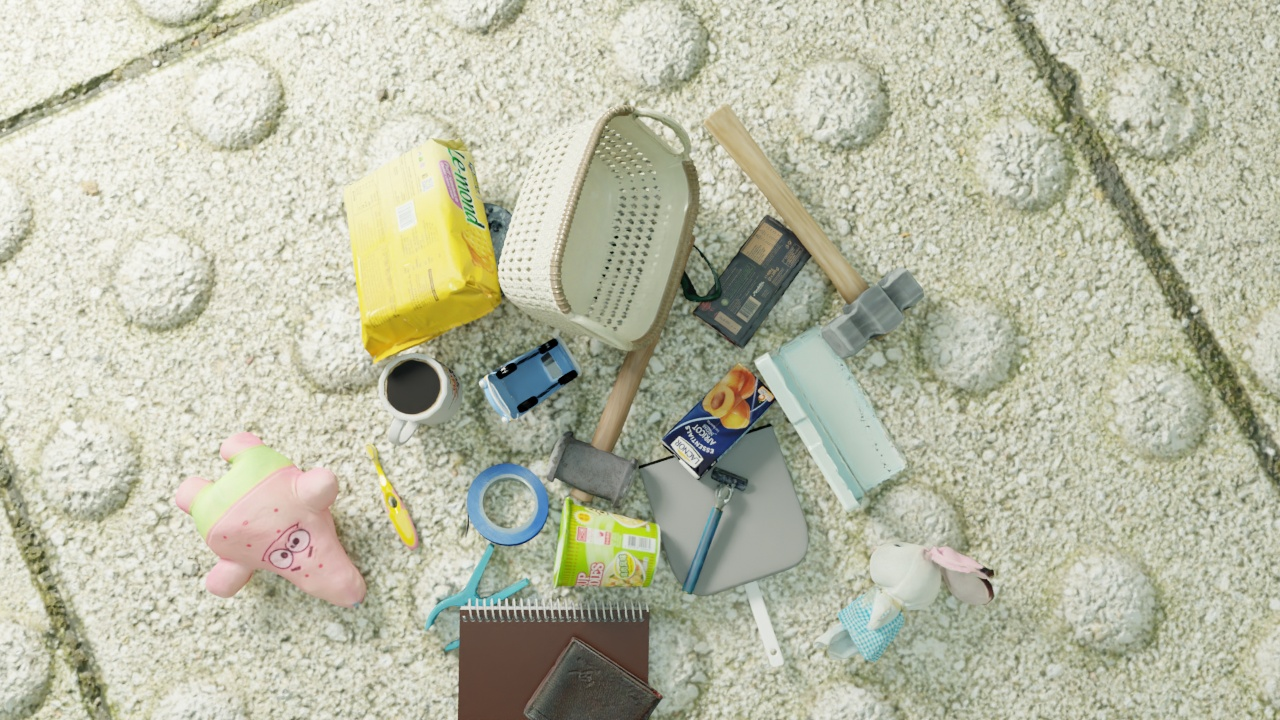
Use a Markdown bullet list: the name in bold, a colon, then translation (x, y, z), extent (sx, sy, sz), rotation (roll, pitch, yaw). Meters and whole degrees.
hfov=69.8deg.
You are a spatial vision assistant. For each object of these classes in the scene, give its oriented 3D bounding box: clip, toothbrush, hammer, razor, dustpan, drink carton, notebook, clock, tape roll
- **clip**: translation (-0.178, 0.283, 1.039), extent (0.126, 0.028, 0.113), rotation (-37, 83, -4)
- **toothbrush**: translation (-0.288, 0.156, 1.057), extent (0.021, 0.016, 0.135), rotation (-25, 84, -7)
- **hammer**: translation (0.185, -0.158, 1.056), extent (0.117, 0.051, 0.323), rotation (-38, 90, -12)
- **razor**: translation (0.077, 0.191, 1.024), extent (0.042, 0.022, 0.143), rotation (20, 78, 9)
- **dustpan**: translation (0.114, 0.219, 1.044), extent (0.163, 0.033, 0.257), rotation (-18, 75, -2)
- **drink carton**: translation (0.088, 0.070, 1.046), extent (0.130, 0.040, 0.064), rotation (-44, 77, -8)
- **notebook**: translation (-0.096, 0.351, 1.019), extent (0.209, 0.022, 0.171), rotation (1, 89, -4)
- **clock**: translation (-0.169, -0.128, 1.070), extent (0.129, 0.052, 0.090), rotation (35, 85, 5)
- **tape roll**: translation (-0.151, 0.164, 1.045), extent (0.093, 0.016, 0.091), rotation (6, 71, -2)
- **hammer**: translation (-0.006, 0.006, 1.046), extent (0.098, 0.052, 0.328), rotation (22, 87, 2)

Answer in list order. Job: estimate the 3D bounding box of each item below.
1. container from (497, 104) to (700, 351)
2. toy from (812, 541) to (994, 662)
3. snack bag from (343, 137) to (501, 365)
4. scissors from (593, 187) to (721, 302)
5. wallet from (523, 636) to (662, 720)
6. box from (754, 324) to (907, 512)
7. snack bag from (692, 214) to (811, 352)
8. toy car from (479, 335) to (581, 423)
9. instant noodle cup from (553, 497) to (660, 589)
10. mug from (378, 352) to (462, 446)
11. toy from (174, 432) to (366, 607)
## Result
- **container**: translation (-0.044, -0.139, 0.987), extent (0.143, 0.184, 0.246), rotation (5, 73, 42)
- **toy**: translation (0.279, 0.262, 1.019), extent (0.205, 0.131, 0.105), rotation (-32, 53, 5)
- **snack bag**: translation (-0.248, -0.128, 1.013), extent (0.160, 0.068, 0.247), rotation (-23, 64, 13)
- **scissors**: translation (-0.015, -0.120, 1.084), extent (0.204, 0.015, 0.201), rotation (-35, 78, -2)
- **wallet**: translation (-0.052, 0.374, 0.998), extent (0.120, 0.031, 0.099), rotation (36, 85, -3)
- **box**: translation (0.215, 0.063, 1.040), extent (0.125, 0.075, 0.197), rotation (-30, 86, -22)
- **snack bag**: translation (0.135, -0.094, 1.082), extent (0.074, 0.018, 0.155), rotation (37, 85, 4)
- **toy car**: translation (-0.123, 0.021, 1.017), extent (0.055, 0.153, 0.056), rotation (-30, 94, 33)
- **instant noodle cup**: translation (-0.037, 0.210, 1.016), extent (0.108, 0.099, 0.099), rotation (9, 84, -7)
- **mug**: translation (-0.252, 0.047, 1.032), extent (0.073, 0.089, 0.105), rotation (24, 84, 3)
- **toy**: translation (-0.399, 0.191, 1.017), extent (0.236, 0.097, 0.192), rotation (44, 94, -3)
